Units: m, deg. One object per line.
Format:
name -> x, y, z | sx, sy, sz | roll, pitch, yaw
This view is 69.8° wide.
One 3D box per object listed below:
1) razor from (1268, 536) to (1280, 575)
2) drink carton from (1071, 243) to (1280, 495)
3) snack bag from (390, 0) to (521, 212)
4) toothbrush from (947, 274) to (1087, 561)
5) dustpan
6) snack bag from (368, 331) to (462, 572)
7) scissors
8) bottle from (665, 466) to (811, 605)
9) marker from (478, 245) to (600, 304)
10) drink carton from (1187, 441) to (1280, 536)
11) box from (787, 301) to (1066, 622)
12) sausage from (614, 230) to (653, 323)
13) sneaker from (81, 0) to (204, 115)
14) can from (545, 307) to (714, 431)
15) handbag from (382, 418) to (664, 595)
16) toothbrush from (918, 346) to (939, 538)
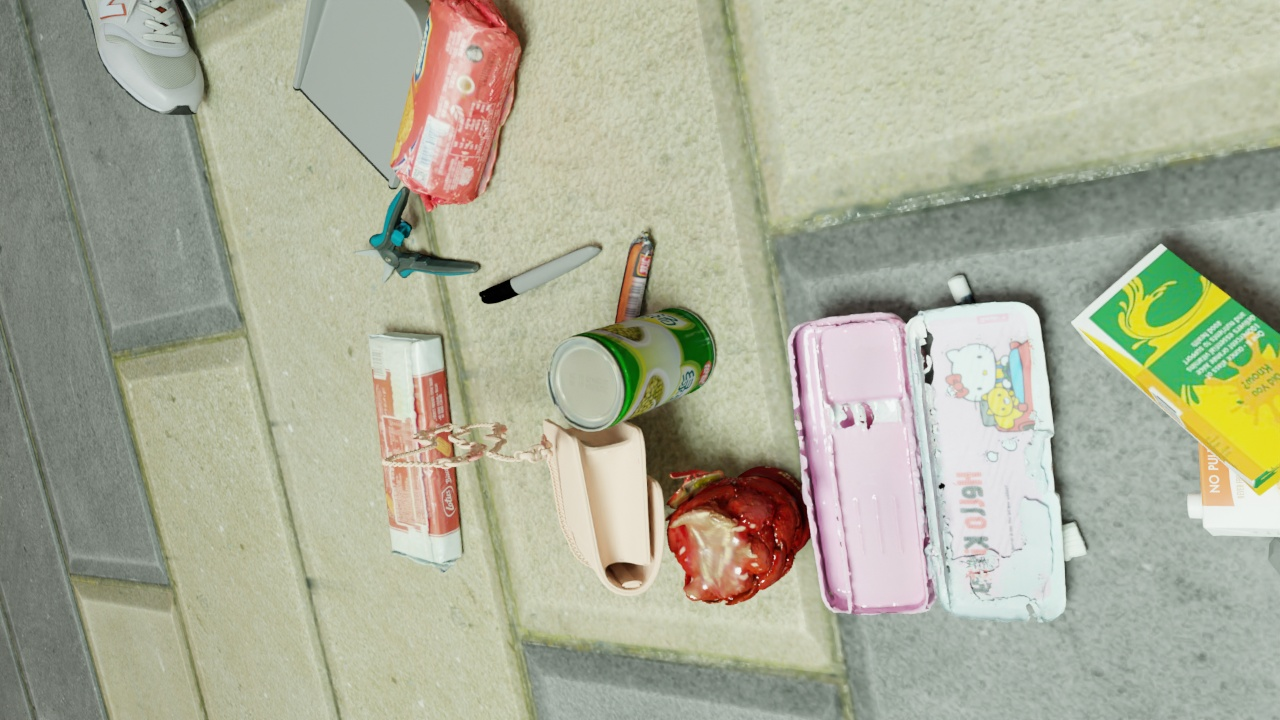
razor -> 0.395, 0.115, 0.440 | 0.156, 0.057, 0.060 | 22, 146, 29
drink carton -> 0.287, 0.005, 0.460 | 0.058, 0.041, 0.122 | -46, 52, 16
snack bag -> -0.145, -0.205, 0.733 | 0.082, 0.082, 0.177 | 37, 121, 23
toothbrush -> 0.230, 0.034, 0.561 | 0.017, 0.012, 0.187 | -23, 88, 24
dustpan -> -0.228, -0.300, 0.791 | 0.163, 0.033, 0.258 | 45, 123, 18
snack bag -> -0.214, 0.085, 0.878 | 0.078, 0.041, 0.225 | 6, 107, 35
scissors -> -0.202, -0.097, 0.824 | 0.118, 0.019, 0.149 | 35, 145, -3
bottle -> 0.062, 0.118, 0.641 | 0.099, 0.111, 0.099 | 10, 108, 33
marker -> -0.087, -0.070, 0.756 | 0.139, 0.022, 0.016 | -19, 76, 38
drink carton -> 0.343, 0.057, 0.454 | 0.123, 0.040, 0.058 | -5, 73, 37
box -> 0.177, 0.066, 0.576 | 0.154, 0.041, 0.201 | -5, 101, 19
sausage -> -0.011, -0.026, 0.714 | 0.020, 0.020, 0.155 | 23, 114, 30
sneaker -> -0.511, -0.376, 0.941 | 0.125, 0.088, 0.239 | -46, 71, 37
can -> -0.004, 0.004, 0.653 | 0.067, 0.120, 0.067 | 9, 106, 33
handbag -> -0.086, 0.108, 0.684 | 0.199, 0.187, 0.116 | -169, 73, -77
toothbrush -> 0.182, 0.056, 0.598 | 0.022, 0.016, 0.135 | 0, 101, 35
